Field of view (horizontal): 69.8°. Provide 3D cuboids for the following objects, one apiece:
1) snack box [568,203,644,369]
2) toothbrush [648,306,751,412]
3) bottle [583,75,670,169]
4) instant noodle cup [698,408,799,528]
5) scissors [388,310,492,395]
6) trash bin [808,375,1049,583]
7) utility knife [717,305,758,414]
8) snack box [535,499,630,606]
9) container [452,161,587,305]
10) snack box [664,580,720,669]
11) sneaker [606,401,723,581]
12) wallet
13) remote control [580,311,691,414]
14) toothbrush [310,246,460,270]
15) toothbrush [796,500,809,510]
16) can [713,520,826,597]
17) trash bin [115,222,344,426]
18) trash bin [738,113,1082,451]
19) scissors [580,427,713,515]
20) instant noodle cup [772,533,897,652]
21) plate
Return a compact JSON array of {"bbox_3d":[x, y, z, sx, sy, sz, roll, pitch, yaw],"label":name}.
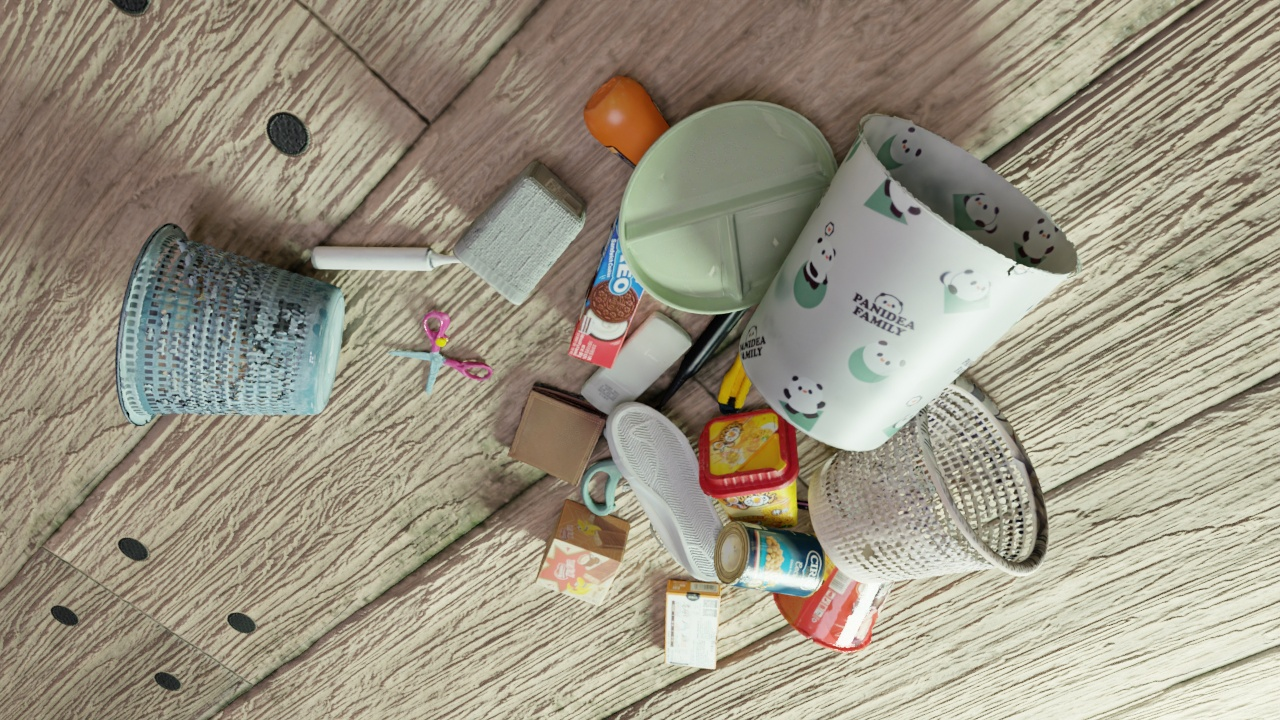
[{"bbox_3d":[-0.021,-0.091,0.995,0.057,0.058,0.208,19,123,-7],"label":"snack box"},{"bbox_3d":[0.060,0.001,1.060,0.027,0.026,0.213,18,127,-27],"label":"toothbrush"},{"bbox_3d":[0.011,-0.211,0.912,0.067,0.066,0.149,-34,119,26],"label":"bottle"},{"bbox_3d":[0.136,0.138,1.092,0.116,0.115,0.124,-11,132,14],"label":"instant noodle cup"},{"bbox_3d":[-0.240,-0.003,1.114,0.136,0.017,0.134,19,128,-5],"label":"scissors"},{"bbox_3d":[0.305,0.151,1.022,0.227,0.226,0.193,42,132,-17],"label":"trash bin"},{"bbox_3d":[0.130,-0.028,1.035,0.033,0.015,0.231,15,123,-3],"label":"utility knife"},{"bbox_3d":[-0.076,0.256,1.216,0.094,0.076,0.093,21,124,-4],"label":"snack box"},{"bbox_3d":[-0.121,-0.137,0.958,0.090,0.090,0.114,39,110,-16],"label":"container"},{"bbox_3d":[0.073,0.376,1.301,0.075,0.026,0.154,4,124,6],"label":"snack box"},{"bbox_3d":[0.030,0.155,1.119,0.089,0.091,0.242,-32,99,-16],"label":"sneaker"},{"bbox_3d":[-0.105,0.093,1.145,0.101,0.032,0.125,22,123,-2],"label":"wallet"},{"bbox_3d":[-0.006,0.006,1.076,0.058,0.021,0.150,37,121,-15],"label":"remote control"},{"bbox_3d":[-0.264,-0.115,1.037,0.221,0.026,0.027,1,149,9],"label":"toothbrush"},{"bbox_3d":[0.224,0.187,1.162,0.189,0.014,0.018,7,153,7],"label":"toothbrush"},{"bbox_3d":[0.149,0.232,1.072,0.111,0.075,0.075,14,126,-24],"label":"can"},{"bbox_3d":[-0.445,-0.025,1.032,0.195,0.226,0.227,9,125,-12],"label":"trash bin"},{"bbox_3d":[0.235,-0.062,0.872,0.229,0.229,0.253,26,124,-8],"label":"trash bin"},{"bbox_3d":[0.007,0.156,1.174,0.170,0.019,0.175,29,122,-8],"label":"scissors"},{"bbox_3d":[0.251,0.278,1.148,0.138,0.137,0.109,21,115,-5],"label":"instant noodle cup"},{"bbox_3d":[0.088,-0.149,0.915,0.230,0.027,0.231,-8,125,-12],"label":"plate"}]
